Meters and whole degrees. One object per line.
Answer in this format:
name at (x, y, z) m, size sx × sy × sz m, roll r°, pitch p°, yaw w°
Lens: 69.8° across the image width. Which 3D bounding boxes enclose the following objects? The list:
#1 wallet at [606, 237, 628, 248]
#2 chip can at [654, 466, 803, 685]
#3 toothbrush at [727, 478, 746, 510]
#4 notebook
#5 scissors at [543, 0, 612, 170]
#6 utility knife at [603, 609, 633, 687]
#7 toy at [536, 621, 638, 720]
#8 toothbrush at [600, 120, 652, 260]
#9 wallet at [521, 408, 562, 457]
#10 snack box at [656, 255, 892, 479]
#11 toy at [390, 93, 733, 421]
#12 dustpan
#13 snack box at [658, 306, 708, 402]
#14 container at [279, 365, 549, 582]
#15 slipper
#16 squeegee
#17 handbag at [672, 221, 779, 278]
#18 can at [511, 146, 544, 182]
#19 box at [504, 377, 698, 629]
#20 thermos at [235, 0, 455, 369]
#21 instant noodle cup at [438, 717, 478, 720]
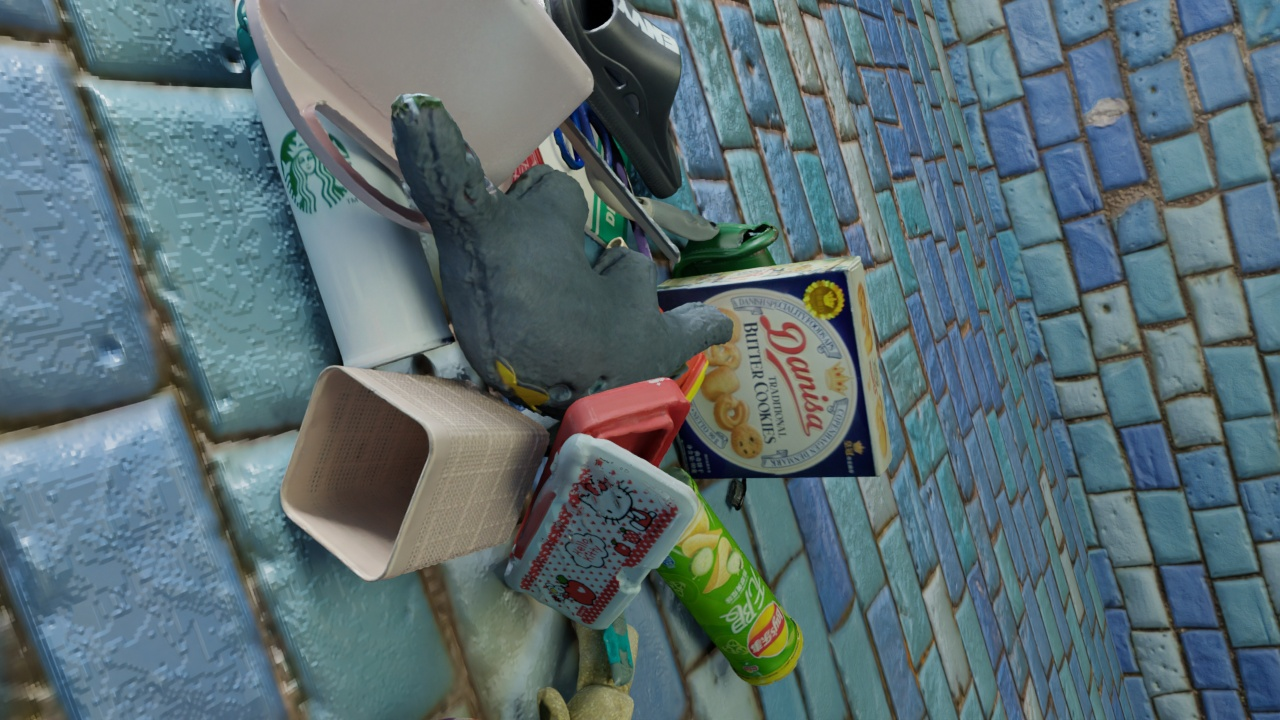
wallet at (-0.005, -0.038, 0.809) m, size 0.115 × 0.024 × 0.087 m, roll 58°, pitch 33°, yaw -37°
chip can at (0.061, 0.183, 0.776) m, size 0.221 × 0.073 × 0.072 m, roll 55°, pitch 37°, yaw -28°
toothbrush at (0.109, 0.072, 0.951) m, size 0.016 × 0.014 × 0.189 m, roll 29°, pitch 50°, yaw -19°
notebook at (-0.052, -0.212, 0.822) m, size 0.150 × 0.012 × 0.208 m, roll 36°, pitch 49°, yaw -47°
scissors at (-0.067, -0.240, 0.785) m, size 0.173 × 0.012 × 0.128 m, roll 61°, pitch 34°, yaw -20°
utility knife at (-0.024, 0.162, 0.663) m, size 0.029 × 0.013 × 0.161 m, roll 39°, pitch 24°, yaw -40°
toy at (-0.035, 0.240, 0.624) m, size 0.105 × 0.066 × 0.156 m, roll 42°, pitch 38°, yaw -28°
toothbrush at (-0.015, -0.163, 0.836) m, size 0.016 × 0.014 × 0.189 m, roll -37°, pitch 111°, yaw -71°
wallet at (-0.043, 0.041, 0.650) m, size 0.120 × 0.097 × 0.019 m, roll -35°, pitch 117°, yaw -56°
snack box at (0.111, 0.011, 0.795) m, size 0.045 × 0.183 × 0.178 m, roll -34°, pitch 115°, yaw -58°
toy at (-0.046, -0.034, 0.572) m, size 0.138 × 0.091 × 0.356 m, roll -61°, pitch 145°, yaw -3°
dustpan at (-0.147, -0.214, 0.565) m, size 0.222 × 0.139 × 0.273 m, roll 41°, pitch 15°, yaw -43°
snack box at (-0.004, 0.004, 0.736) m, size 0.080 × 0.091 × 0.081 m, roll 56°, pitch 36°, yaw -16°
container at (-0.120, 0.059, 0.515) m, size 0.110 × 0.090 × 0.090 m, roll 5°, pitch 111°, yaw -60°
slipper at (0.001, -0.251, 0.800) m, size 0.268 × 0.083 × 0.110 m, roll 52°, pitch 26°, yaw -53°
squeegee at (0.003, -0.133, 0.768) m, size 0.246 × 0.039 × 0.246 m, roll 53°, pitch 17°, yaw 24°
handbag at (0.104, -0.075, 0.904) m, size 0.131 × 0.120 × 0.067 m, roll 57°, pitch 42°, yaw -29°
can at (-0.111, -0.180, 0.677) m, size 0.053 × 0.053 × 0.133 m, roll -29°, pitch 102°, yaw -57°
box at (-0.024, 0.105, 0.558) m, size 0.094 × 0.202 × 0.091 m, roll -13°, pitch 61°, yaw -27°
thermos at (-0.176, -0.107, 0.535) m, size 0.073 × 0.073 × 0.224 m, roll -23°, pitch 97°, yaw -57°
instant noodle cup at (-0.105, 0.260, 0.467) m, size 0.111 × 0.112 × 0.099 m, roll -38°, pitch 118°, yaw -55°
